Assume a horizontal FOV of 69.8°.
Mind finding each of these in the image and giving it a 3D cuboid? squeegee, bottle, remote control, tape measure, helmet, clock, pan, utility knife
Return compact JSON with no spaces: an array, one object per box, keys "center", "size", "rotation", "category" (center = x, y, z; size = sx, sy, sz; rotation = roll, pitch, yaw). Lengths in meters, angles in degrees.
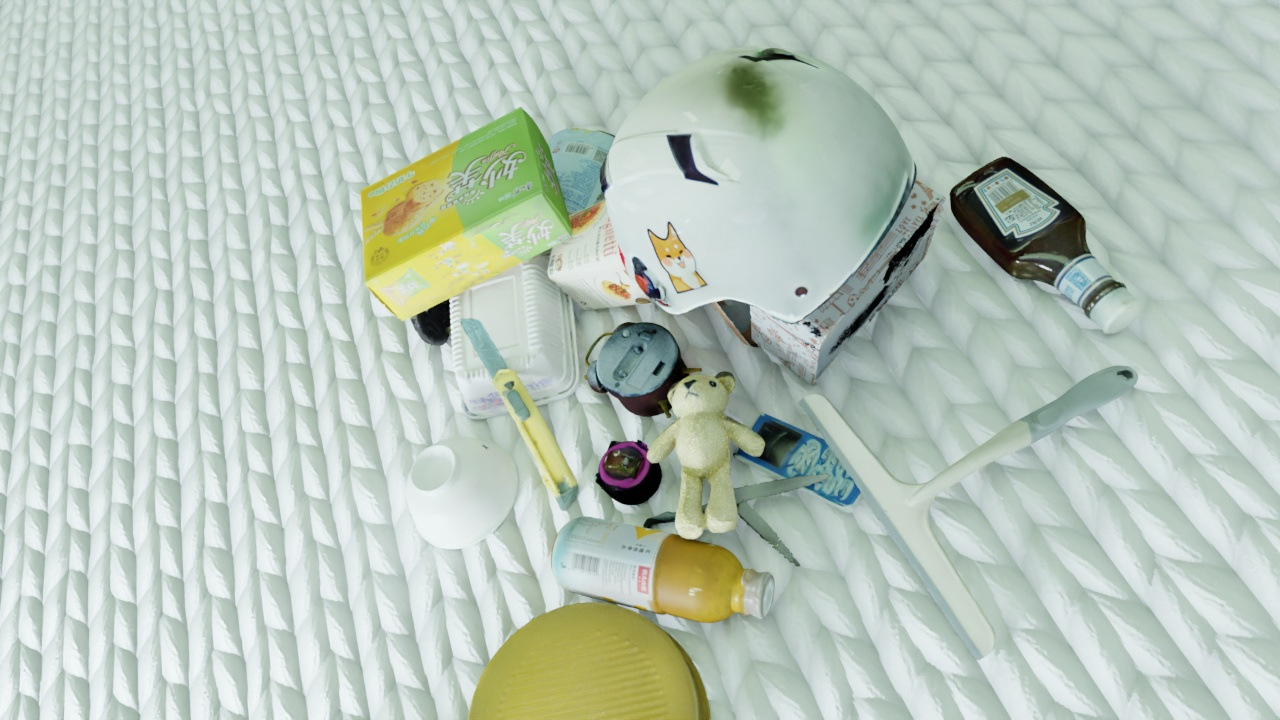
[{"center":[0.297,0.065,0.732],"size":[0.246,0.039,0.246],"rotation":[-29,65,-4],"category":"squeegee"},{"center":[0.018,0.179,0.773],"size":[0.190,0.068,0.067],"rotation":[7,63,25],"category":"bottle"},{"center":[0.142,0.088,0.803],"size":[0.125,0.024,0.049],"rotation":[25,73,37],"category":"remote control"},{"center":[-0.011,0.103,0.848],"size":[0.058,0.039,0.057],"rotation":[12,66,28],"category":"tape measure"},{"center":[0.070,-0.160,0.735],"size":[0.274,0.157,0.229],"rotation":[21,68,44],"category":"helmet"},{"center":[0.361,-0.102,0.817],"size":[0.080,0.044,0.194],"rotation":[-32,55,2],"category":"bottle"},{"center":[-0.005,0.005,0.895],"size":[0.122,0.055,0.082],"rotation":[25,73,33],"category":"clock"},{"center":[-0.117,0.319,0.760],"size":[0.358,0.078,0.197],"rotation":[-13,54,7],"category":"pan"},{"center":[-0.118,0.047,0.894],"size":[0.031,0.022,0.216],"rotation":[-30,74,-5],"category":"utility knife"}]

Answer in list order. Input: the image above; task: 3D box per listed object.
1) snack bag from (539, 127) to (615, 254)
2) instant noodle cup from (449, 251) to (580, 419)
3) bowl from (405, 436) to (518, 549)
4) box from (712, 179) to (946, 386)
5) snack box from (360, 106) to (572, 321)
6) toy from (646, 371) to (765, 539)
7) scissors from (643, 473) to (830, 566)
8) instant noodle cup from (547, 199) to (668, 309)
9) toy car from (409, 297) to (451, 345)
[{"center":[-0.093,-0.179,1.052],"size":[0.110,0.039,0.190],"rotation":[16,72,20],"category":"snack bag"},{"center":[-0.141,-0.036,0.960],"size":[0.138,0.060,0.173],"rotation":[-15,66,15],"category":"instant noodle cup"},{"center":[-0.187,0.118,0.896],"size":[0.118,0.065,0.118],"rotation":[-10,58,17],"category":"bowl"},{"center":[0.148,-0.105,0.841],"size":[0.174,0.152,0.182],"rotation":[39,79,17],"category":"box"},{"center":[-0.188,-0.156,0.964],"size":[0.210,0.070,0.157],"rotation":[-25,49,9],"category":"snack box"},{"center":[0.052,0.079,0.787],"size":[0.105,0.066,0.157],"rotation":[-12,53,17],"category":"toy"},{"center":[0.080,0.116,0.804],"size":[0.180,0.014,0.159],"rotation":[-20,59,19],"category":"scissors"},{"center":[-0.020,-0.111,0.945],"size":[0.124,0.116,0.116],"rotation":[-11,56,31],"category":"instant noodle cup"},{"center":[-0.231,-0.090,1.036],"size":[0.042,0.070,0.157],"rotation":[-5,58,20],"category":"toy car"}]
